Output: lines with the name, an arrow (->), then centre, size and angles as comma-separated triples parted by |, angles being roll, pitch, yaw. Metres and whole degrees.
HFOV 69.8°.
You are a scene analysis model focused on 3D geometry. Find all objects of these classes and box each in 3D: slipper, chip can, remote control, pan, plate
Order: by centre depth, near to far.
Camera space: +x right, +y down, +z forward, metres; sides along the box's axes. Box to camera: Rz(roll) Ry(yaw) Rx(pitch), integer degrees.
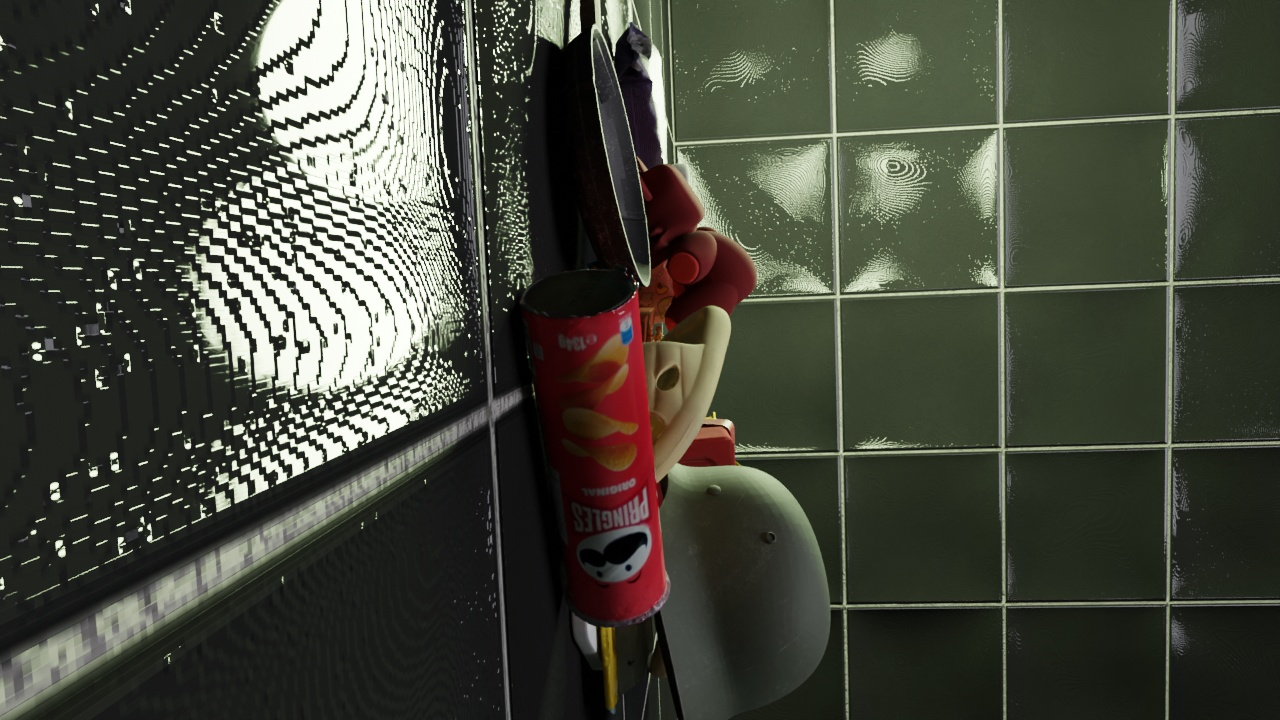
chip can -> -0.026, 0.058, 0.573 | 0.073, 0.073, 0.233 | -84, 170, -59
remote control -> -0.038, 0.208, 0.714 | 0.137, 0.013, 0.043 | 80, 9, -59
pan -> -0.037, -0.227, 0.747 | 0.208, 0.040, 0.356 | 61, 20, -68
slipper -> 0.008, 0.016, 0.759 | 0.079, 0.112, 0.260 | 50, 35, -15
plate -> -0.010, 0.204, 0.829 | 0.182, 0.034, 0.182 | 140, -55, -90
slipper -> 0.008, -0.141, 1.068 | 0.081, 0.093, 0.197 | 36, 48, -58

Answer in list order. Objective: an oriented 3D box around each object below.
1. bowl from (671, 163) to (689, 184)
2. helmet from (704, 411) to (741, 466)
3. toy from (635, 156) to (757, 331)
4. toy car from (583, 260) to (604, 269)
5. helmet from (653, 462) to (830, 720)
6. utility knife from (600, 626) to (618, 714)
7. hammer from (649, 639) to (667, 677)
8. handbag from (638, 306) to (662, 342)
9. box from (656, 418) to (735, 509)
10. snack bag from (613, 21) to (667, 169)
bowl -> 0.024, -0.179, 1.244 | 0.176, 0.066, 0.176 | 178, -84, -88
helmet -> 0.069, 0.190, 1.309 | 0.239, 0.139, 0.209 | -107, -171, -53
toy -> 0.033, -0.121, 0.949 | 0.197, 0.121, 0.158 | 57, 16, -7
toy car -> -0.034, -0.045, 0.752 | 0.105, 0.032, 0.048 | -109, -170, -58
helmet -> 0.085, 0.193, 0.820 | 0.227, 0.154, 0.267 | 85, -9, -61
utility knife -> -0.025, 0.201, 0.704 | 0.030, 0.017, 0.155 | -40, 132, -72
hammer -> 0.040, 0.338, 1.184 | 0.324, 0.117, 0.051 | 96, -3, -51
handbag -> -0.006, 0.005, 0.933 | 0.171, 0.060, 0.109 | -60, 151, -81
box -> 0.039, 0.146, 0.968 | 0.122, 0.137, 0.157 | -39, 126, -76
snack bag -> 0.001, -0.294, 1.119 | 0.206, 0.058, 0.096 | 84, 7, -47
